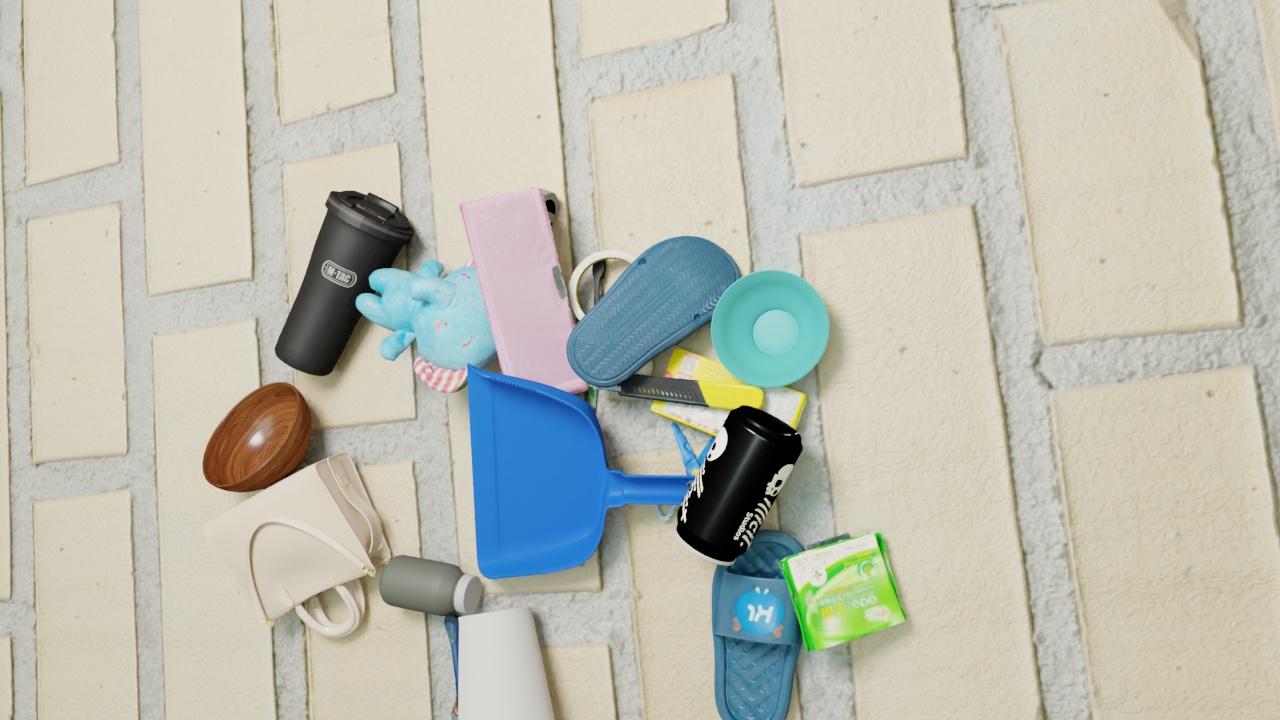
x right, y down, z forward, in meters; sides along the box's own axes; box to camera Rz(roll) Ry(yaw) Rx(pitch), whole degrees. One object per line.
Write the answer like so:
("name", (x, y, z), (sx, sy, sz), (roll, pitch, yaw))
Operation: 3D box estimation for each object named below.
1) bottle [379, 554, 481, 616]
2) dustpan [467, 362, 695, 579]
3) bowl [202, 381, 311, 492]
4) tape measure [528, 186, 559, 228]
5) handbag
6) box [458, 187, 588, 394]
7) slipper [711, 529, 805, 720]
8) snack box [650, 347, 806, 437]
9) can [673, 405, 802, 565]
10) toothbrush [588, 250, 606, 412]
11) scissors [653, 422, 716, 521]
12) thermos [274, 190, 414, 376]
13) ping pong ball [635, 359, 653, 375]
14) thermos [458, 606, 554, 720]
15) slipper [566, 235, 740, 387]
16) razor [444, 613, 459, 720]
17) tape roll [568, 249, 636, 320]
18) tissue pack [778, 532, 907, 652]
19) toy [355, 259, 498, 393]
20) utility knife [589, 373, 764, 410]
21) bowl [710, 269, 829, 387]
("bottle", (-0.241, 0.261, 1.056), (0.108, 0.060, 0.060), (6, 88, 18))
("dustpan", (-0.059, 0.127, 0.988), (0.257, 0.059, 0.246), (0, 106, 1))
("bowl", (-0.452, 0.105, 1.122), (0.147, 0.069, 0.147), (-18, 47, 20))
("tape measure", (-0.117, -0.165, 1.044), (0.017, 0.065, 0.064), (23, 95, 18))
("handbag", (-0.392, 0.238, 1.098), (0.195, 0.101, 0.198), (-27, 90, 14))
("box", (-0.127, -0.068, 1.004), (0.098, 0.041, 0.233), (-17, 101, -12))
("slipper", (0.116, 0.279, 0.941), (0.104, 0.059, 0.213), (7, 89, 21))
("snack box", (0.093, 0.046, 0.978), (0.152, 0.025, 0.075), (21, 86, 18))
("can", (0.096, 0.124, 0.915), (0.080, 0.080, 0.146), (30, 103, 17))
("toothbrush", (-0.050, -0.030, 1.042), (0.014, 0.017, 0.188), (3, 90, 22))
("scissors", (0.056, 0.127, 0.997), (0.125, 0.016, 0.125), (-28, 74, 11))
("thermos", (-0.362, -0.092, 1.104), (0.106, 0.105, 0.219), (32, 101, 17))
("ping pong ball", (-0.006, 0.006, 1.008), (0.040, 0.040, 0.040), (-1, 86, 18))
("thermos", (-0.145, 0.385, 0.990), (0.132, 0.131, 0.221), (-13, 75, 16))
("slipper", (0.010, -0.055, 0.982), (0.213, 0.059, 0.104), (-38, 86, -11))
("razor", (-0.209, 0.363, 1.061), (0.044, 0.018, 0.141), (-10, 79, 14))
("tape roll", (-0.032, -0.076, 1.022), (0.094, 0.019, 0.094), (0, 91, 3))
("tissue pack", (0.200, 0.227, 0.911), (0.114, 0.034, 0.099), (-14, 80, -11))
("toy", (-0.231, -0.061, 1.038), (0.180, 0.115, 0.183), (22, 66, 2))
("utility knife", (0.032, 0.030, 0.972), (0.198, 0.020, 0.028), (7, 80, 15))
("bowl", (0.138, -0.031, 0.961), (0.121, 0.046, 0.121), (-1, 86, 18))
